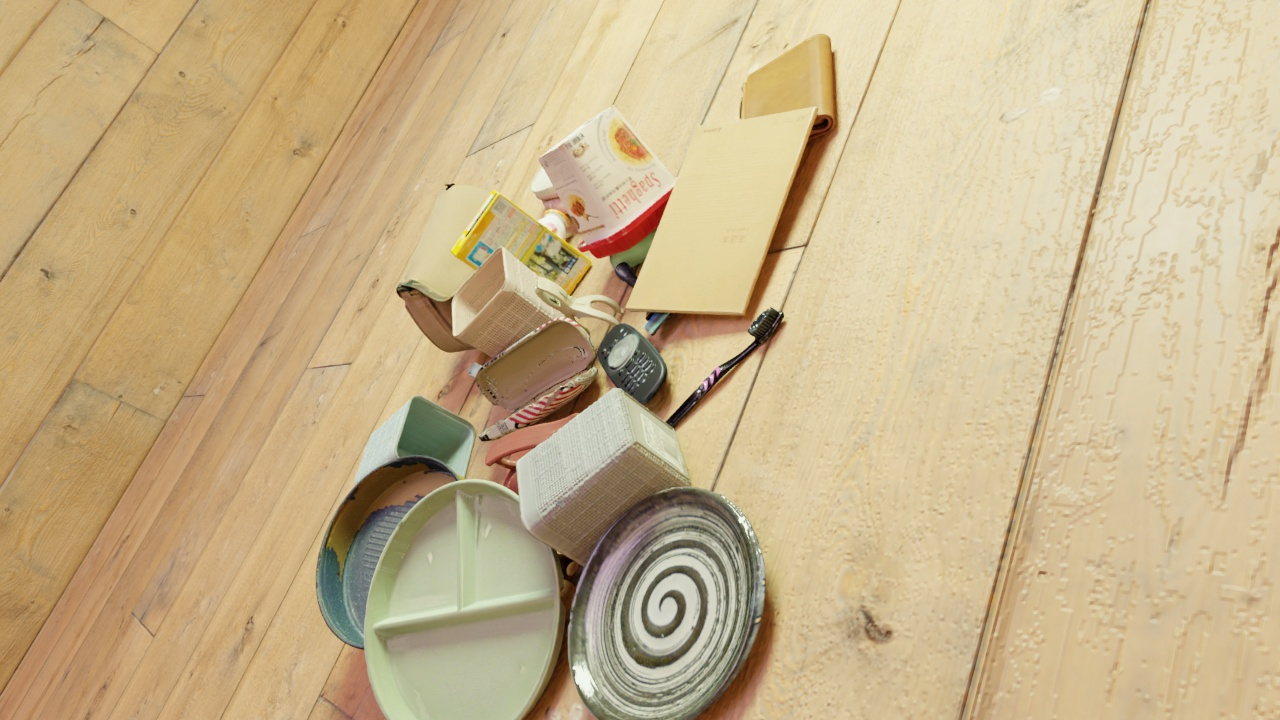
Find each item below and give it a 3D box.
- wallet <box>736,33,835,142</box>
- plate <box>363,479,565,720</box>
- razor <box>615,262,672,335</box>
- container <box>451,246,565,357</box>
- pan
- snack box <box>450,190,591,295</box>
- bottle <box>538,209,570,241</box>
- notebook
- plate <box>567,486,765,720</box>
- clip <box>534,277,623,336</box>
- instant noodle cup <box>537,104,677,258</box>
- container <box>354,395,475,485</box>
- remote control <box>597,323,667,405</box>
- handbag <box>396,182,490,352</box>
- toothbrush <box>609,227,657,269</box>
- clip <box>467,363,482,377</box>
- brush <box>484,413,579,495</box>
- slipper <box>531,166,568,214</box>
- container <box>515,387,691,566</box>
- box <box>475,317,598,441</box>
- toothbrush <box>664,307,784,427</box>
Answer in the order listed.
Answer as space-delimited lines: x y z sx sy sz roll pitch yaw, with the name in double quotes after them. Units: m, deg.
0.136 -0.251 0.905 0.119 0.035 0.130 -27 42 37 "wallet"
-0.153 0.217 0.790 0.231 0.027 0.230 -12 68 33 "plate"
0.004 -0.067 0.922 0.043 0.022 0.142 -48 33 7 "razor"
-0.135 -0.048 1.010 0.090 0.111 0.089 -44 32 18 "container"
-0.182 0.187 0.874 0.358 0.078 0.197 0 66 31 "pan"
-0.135 -0.119 1.049 0.087 0.140 0.034 -55 25 2 "snack box"
-0.122 -0.135 1.123 0.063 0.063 0.108 -16 42 47 "bottle"
0.075 -0.139 0.861 0.150 0.012 0.211 5 69 48 "notebook"
0.019 0.176 0.654 0.180 0.024 0.179 -28 45 33 "plate"
-0.056 -0.052 0.940 0.098 0.099 0.035 -9 45 13 "clip"
-0.033 -0.187 0.958 0.116 0.124 0.117 -42 16 -22 "instant noodle cup"
-0.263 0.112 1.059 0.112 0.090 0.089 -32 37 39 "container"
-0.005 0.005 0.864 0.053 0.024 0.136 -53 30 7 "remote control"
-0.210 -0.116 1.145 0.100 0.147 0.204 -9 55 41 "handbag"
0.050 -0.138 0.924 0.225 0.027 0.026 -22 81 43 "toothbrush"
-0.185 0.020 1.110 0.057 0.028 0.024 16 76 49 "clip"
-0.080 0.085 0.847 0.146 0.069 0.063 -24 43 41 "brush"
-0.065 -0.233 1.147 0.114 0.054 0.275 -57 26 -6 "slipper"
-0.029 0.094 0.750 0.114 0.090 0.090 -41 34 17 "container"
-0.116 0.021 0.945 0.162 0.085 0.075 -32 -3 38 "box"
0.051 0.024 0.776 0.189 0.017 0.014 -46 34 17 "toothbrush"
